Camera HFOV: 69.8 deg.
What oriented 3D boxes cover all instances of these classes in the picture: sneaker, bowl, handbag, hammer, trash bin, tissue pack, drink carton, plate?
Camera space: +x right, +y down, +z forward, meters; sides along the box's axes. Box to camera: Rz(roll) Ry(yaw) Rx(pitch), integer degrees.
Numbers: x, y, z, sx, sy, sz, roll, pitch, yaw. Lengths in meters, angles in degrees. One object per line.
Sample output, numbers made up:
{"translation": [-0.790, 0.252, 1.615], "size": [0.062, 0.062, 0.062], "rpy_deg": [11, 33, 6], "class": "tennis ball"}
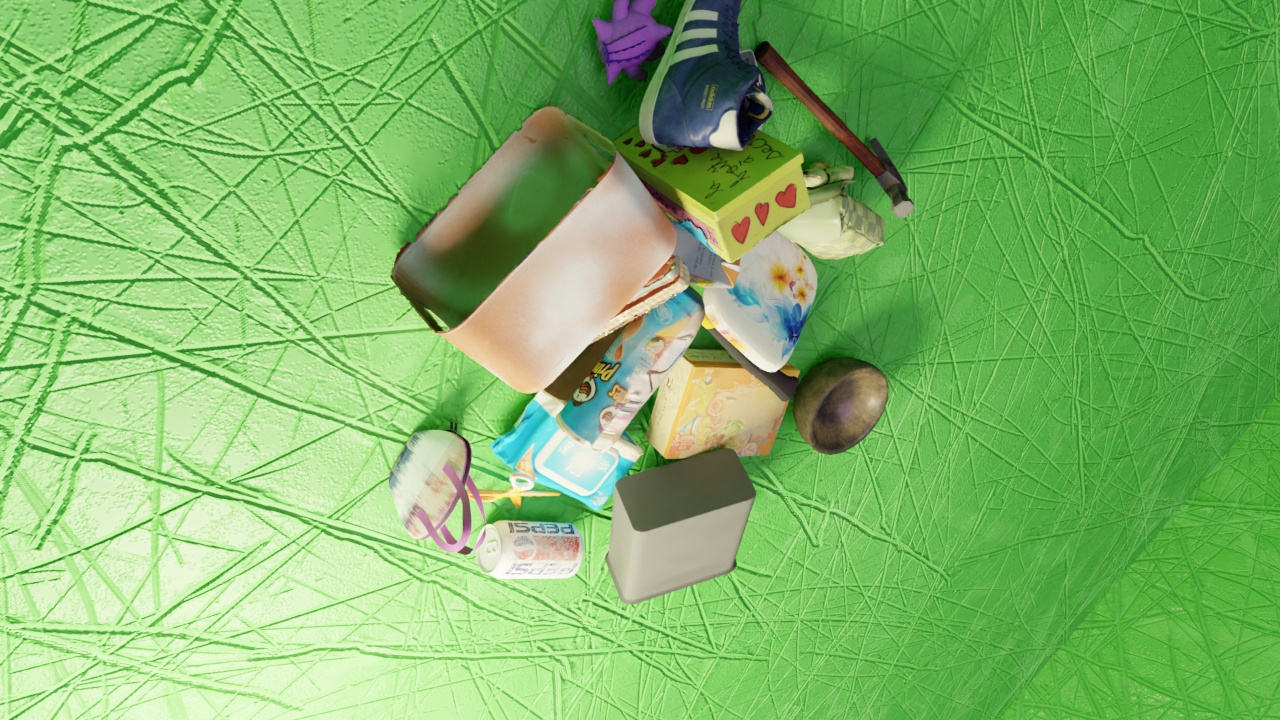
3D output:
{"translation": [0.100, -0.324, 0.978], "size": [0.232, 0.118, 0.091], "rpy_deg": [-63, 151, -17], "class": "sneaker"}
{"translation": [-0.079, -0.025, 1.150], "size": [0.152, 0.050, 0.152], "rpy_deg": [-15, 122, -26], "class": "bowl"}
{"translation": [-0.231, 0.164, 1.092], "size": [0.068, 0.170, 0.145], "rpy_deg": [21, 105, -41], "class": "handbag"}
{"translation": [0.248, -0.303, 1.176], "size": [0.028, 0.110, 0.300], "rpy_deg": [-36, 129, 29], "class": "hammer"}
{"translation": [0.310, 0.065, 1.460], "size": [0.162, 0.070, 0.162], "rpy_deg": [-17, 126, -25], "class": "bowl"}
{"translation": [0.105, -0.044, 1.210], "size": [0.323, 0.029, 0.127], "rpy_deg": [41, 72, -30], "class": "hammer"}
{"translation": [0.054, 0.242, 1.329], "size": [0.191, 0.097, 0.220], "rpy_deg": [-14, 144, -16], "class": "trash bin"}
{"translation": [0.255, -0.205, 1.236], "size": [0.186, 0.113, 0.117], "rpy_deg": [15, 78, -53], "class": "handbag"}
{"translation": [-0.111, -0.112, 0.991], "size": [0.259, 0.181, 0.157], "rpy_deg": [-46, 135, -2], "class": "trash bin"}
{"translation": [-0.096, 0.118, 1.228], "size": [0.117, 0.066, 0.209], "rpy_deg": [-51, 131, 4], "class": "tissue pack"}
{"translation": [0.052, -0.126, 1.103], "size": [0.124, 0.076, 0.048], "rpy_deg": [16, 86, -31], "class": "drink carton"}
{"translation": [0.169, -0.095, 1.230], "size": [0.187, 0.016, 0.186], "rpy_deg": [39, 66, -33], "class": "plate"}

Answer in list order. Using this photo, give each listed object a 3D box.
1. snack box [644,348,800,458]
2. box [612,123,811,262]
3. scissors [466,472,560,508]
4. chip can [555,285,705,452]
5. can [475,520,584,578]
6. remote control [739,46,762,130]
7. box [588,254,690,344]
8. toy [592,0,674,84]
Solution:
{"translation": [0.113, 0.060, 1.316], "size": [0.195, 0.080, 0.145], "rpy_deg": [2, 114, -34], "class": "snack box"}
{"translation": [0.076, -0.209, 1.025], "size": [0.124, 0.221, 0.082], "rpy_deg": [-35, 132, -8], "class": "box"}
{"translation": [-0.167, 0.172, 1.205], "size": [0.125, 0.011, 0.130], "rpy_deg": [2, 153, -9], "class": "scissors"}
{"translation": [-0.007, 0.007, 1.111], "size": [0.079, 0.080, 0.230], "rpy_deg": [25, 109, -41], "class": "chip can"}
{"translation": [-0.152, 0.262, 1.271], "size": [0.136, 0.078, 0.078], "rpy_deg": [10, 112, -38], "class": "can"}
{"translation": [0.118, -0.319, 1.112], "size": [0.060, 0.028, 0.114], "rpy_deg": [-28, 130, -17], "class": "remote control"}
{"translation": [-0.023, -0.062, 1.045], "size": [0.187, 0.060, 0.058], "rpy_deg": [-26, 97, 29], "class": "box"}
{"translation": [-0.010, -0.346, 0.989], "size": [0.088, 0.056, 0.106], "rpy_deg": [-29, 129, -17], "class": "toy"}
